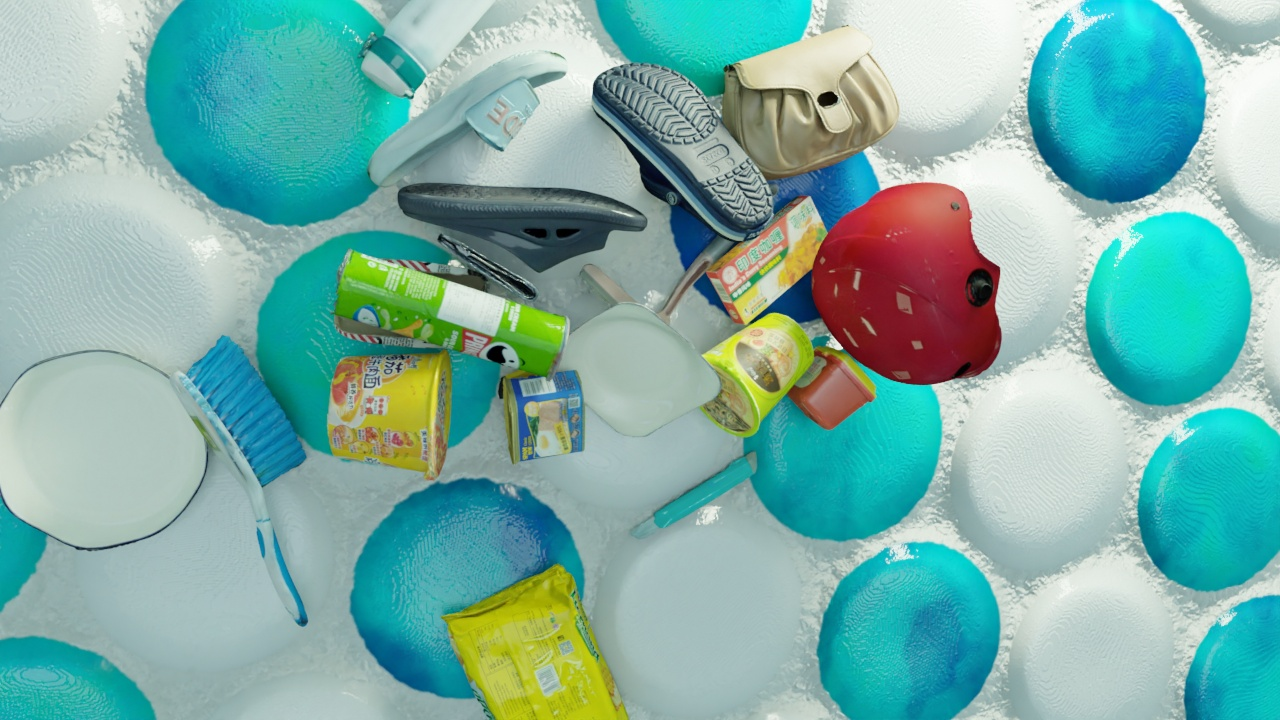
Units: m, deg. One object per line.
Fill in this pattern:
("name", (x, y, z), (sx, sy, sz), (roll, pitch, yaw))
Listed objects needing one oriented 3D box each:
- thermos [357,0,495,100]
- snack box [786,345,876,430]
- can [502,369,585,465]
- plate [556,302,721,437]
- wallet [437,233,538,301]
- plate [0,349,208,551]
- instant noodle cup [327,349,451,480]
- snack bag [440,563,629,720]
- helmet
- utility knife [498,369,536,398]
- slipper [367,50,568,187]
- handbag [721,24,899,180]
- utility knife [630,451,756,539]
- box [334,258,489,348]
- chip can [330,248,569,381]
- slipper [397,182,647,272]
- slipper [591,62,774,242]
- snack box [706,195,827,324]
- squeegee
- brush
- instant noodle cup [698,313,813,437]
("thermos", (-0.207, -0.378, 0.976), (0.073, 0.073, 0.224), (41, 86, -13))
("snack box", (0.223, 0.033, 1.098), (0.080, 0.091, 0.082), (-43, 103, 1))
("can", (-0.108, 0.063, 1.029), (0.083, 0.057, 0.102), (-8, 129, -14))
("plate", (-0.006, 0.006, 1.035), (0.165, 0.034, 0.163), (-31, 117, 35))
("wallet", (-0.167, -0.101, 0.994), (0.121, 0.097, 0.019), (32, 89, -14))
("plate", (-0.556, 0.090, 0.953), (0.204, 0.045, 0.205), (-1, 96, -12))
("instant noodle cup", (-0.264, 0.053, 0.973), (0.110, 0.138, 0.138), (4, 94, -5))
("snack bag", (-0.114, 0.372, 1.065), (0.158, 0.068, 0.246), (-23, 99, -10))
("helmet", (0.283, -0.067, 1.029), (0.143, 0.207, 0.240), (-24, 94, -26))
("utility knife", (-0.074, -0.004, 1.065), (0.201, 0.015, 0.033), (-24, 122, -10))
("slipper", (-0.177, -0.250, 0.979), (0.245, 0.104, 0.074), (-34, 98, -3))
("handbag", (0.194, -0.294, 1.055), (0.204, 0.100, 0.148), (-23, 97, -13))
("utility knife", (0.067, 0.166, 1.113), (0.182, 0.013, 0.029), (-30, 97, -10))
("box", (-0.245, -0.057, 0.991), (0.162, 0.076, 0.086), (4, 63, -17))
("chip can", (-0.194, -0.046, 0.949), (0.236, 0.072, 0.072), (18, 91, -15))
("slipper", (-0.128, -0.145, 1.005), (0.268, 0.110, 0.083), (3, 111, -8))
("slipper", (0.047, -0.229, 1.033), (0.253, 0.095, 0.104), (47, 59, 8))
("snack box", (0.155, -0.119, 1.081), (0.155, 0.027, 0.077), (-40, 115, -16))
("squeegee", (0.079, -0.114, 1.078), (0.247, 0.040, 0.249), (44, 79, -28))
("brush", (-0.399, 0.133, 0.975), (0.109, 0.061, 0.315), (-43, 119, -37))
("instant noodle cup", (0.132, 0.008, 1.058), (0.123, 0.112, 0.111), (-38, 102, -27))
